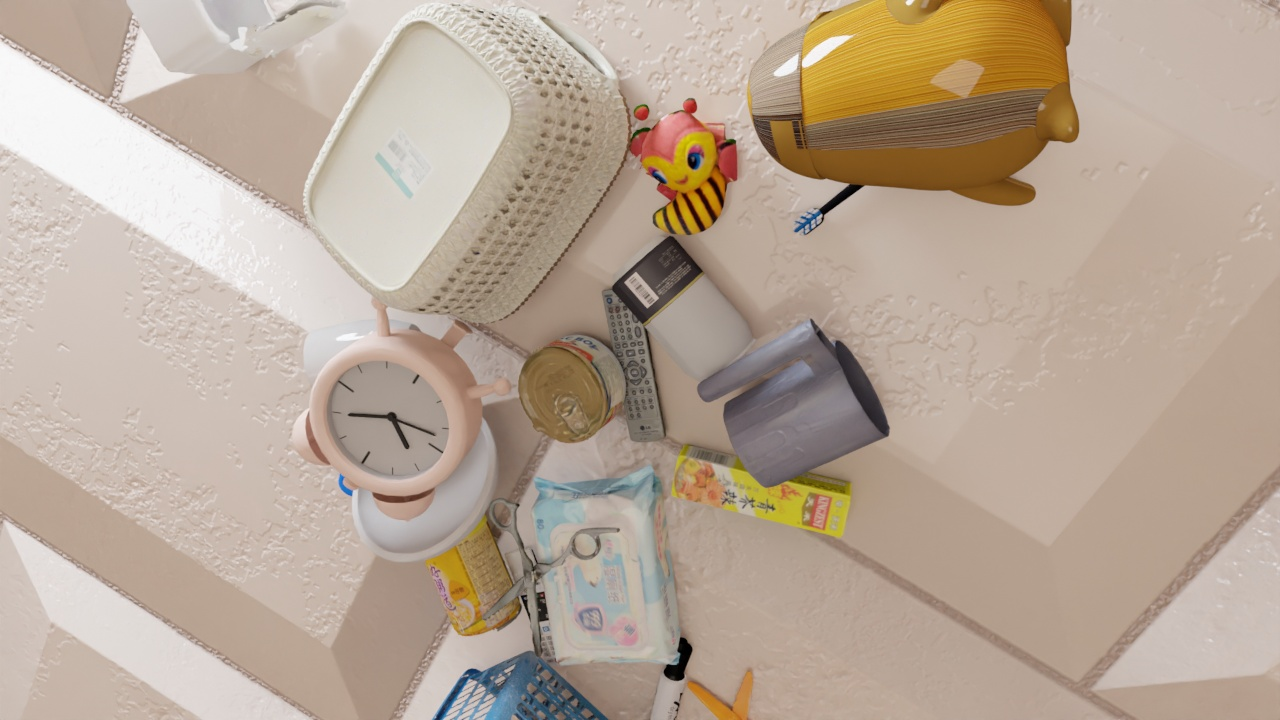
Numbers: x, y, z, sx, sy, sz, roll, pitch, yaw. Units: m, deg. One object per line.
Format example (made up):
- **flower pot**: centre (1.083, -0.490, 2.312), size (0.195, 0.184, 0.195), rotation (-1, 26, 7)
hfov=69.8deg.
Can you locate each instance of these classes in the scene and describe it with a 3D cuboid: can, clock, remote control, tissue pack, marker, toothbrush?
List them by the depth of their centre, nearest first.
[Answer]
- **toothbrush**: centre (0.183, -0.148, 0.687), size (0.168, 0.014, 0.014), rotation (-38, 83, 22)
- **can**: centre (0.038, -0.036, 0.732), size (0.064, 0.064, 0.127), rotation (-40, 93, 21)
- **clock**: centre (-0.198, 0.041, 0.756), size (0.131, 0.086, 0.161), rotation (35, 103, -4)
- **can**: centre (-0.058, 0.024, 0.778), size (0.086, 0.043, 0.086), rotation (8, 110, 24)
- **remote control**: centre (-0.005, 0.005, 0.782), size (0.033, 0.013, 0.136), rotation (-7, 105, 17)
- **tissue pack**: centre (-0.030, 0.183, 0.813), size (0.112, 0.069, 0.182), rotation (-4, 104, 16)
- **can**: centre (-0.159, 0.196, 0.851), size (0.068, 0.067, 0.105), rotation (-16, 103, 18)
- **marker**: centre (0.026, 0.315, 0.862), size (0.025, 0.025, 0.126), rotation (15, 109, 10)
- **remote control**: centre (-0.096, 0.235, 0.876), size (0.028, 0.011, 0.124), rotation (-15, 102, 18)

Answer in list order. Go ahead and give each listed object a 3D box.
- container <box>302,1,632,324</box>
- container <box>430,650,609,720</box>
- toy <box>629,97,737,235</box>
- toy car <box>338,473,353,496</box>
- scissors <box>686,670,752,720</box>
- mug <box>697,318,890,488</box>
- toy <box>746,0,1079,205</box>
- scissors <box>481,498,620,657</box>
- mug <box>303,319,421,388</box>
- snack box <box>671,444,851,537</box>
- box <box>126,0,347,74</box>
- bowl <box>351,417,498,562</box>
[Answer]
- **container**: centre (-0.137, -0.149, 0.701), size (0.184, 0.142, 0.247), rotation (44, 112, 13)
- **container**: centre (-0.035, 0.425, 0.792), size (0.362, 0.256, 0.089), rotation (43, 104, -1)
- **toy**: centre (0.034, -0.150, 0.710), size (0.084, 0.046, 0.103), rotation (-7, 108, 10)
- **toy car**: centre (-0.254, 0.132, 0.859), size (0.092, 0.061, 0.033), rotation (21, 110, 8)
- **scissors**: centre (0.097, 0.344, 0.859), size (0.128, 0.011, 0.125), rotation (13, 111, 9)
- **mug**: centre (0.117, 0.033, 0.711), size (0.104, 0.083, 0.124), rotation (-30, 128, 22)
- **toy**: centre (0.175, -0.185, 0.612), size (0.204, 0.162, 0.199), rotation (-3, 134, 23)
- **scissors**: centre (-0.083, 0.178, 0.784), size (0.174, 0.014, 0.141), rotation (-25, 87, 27)
- **mug**: centre (-0.233, 0.011, 0.823), size (0.089, 0.071, 0.107), rotation (-12, 131, 9)
- **snack box**: centre (0.102, 0.110, 0.778), size (0.148, 0.028, 0.040), rotation (12, 109, 11)
- **box**: centre (-0.309, -0.286, 0.724), size (0.137, 0.108, 0.126), rotation (-23, 101, 21)
- **bowl**: centre (-0.184, 0.111, 0.818), size (0.150, 0.043, 0.149), rotation (-12, 59, 21)
